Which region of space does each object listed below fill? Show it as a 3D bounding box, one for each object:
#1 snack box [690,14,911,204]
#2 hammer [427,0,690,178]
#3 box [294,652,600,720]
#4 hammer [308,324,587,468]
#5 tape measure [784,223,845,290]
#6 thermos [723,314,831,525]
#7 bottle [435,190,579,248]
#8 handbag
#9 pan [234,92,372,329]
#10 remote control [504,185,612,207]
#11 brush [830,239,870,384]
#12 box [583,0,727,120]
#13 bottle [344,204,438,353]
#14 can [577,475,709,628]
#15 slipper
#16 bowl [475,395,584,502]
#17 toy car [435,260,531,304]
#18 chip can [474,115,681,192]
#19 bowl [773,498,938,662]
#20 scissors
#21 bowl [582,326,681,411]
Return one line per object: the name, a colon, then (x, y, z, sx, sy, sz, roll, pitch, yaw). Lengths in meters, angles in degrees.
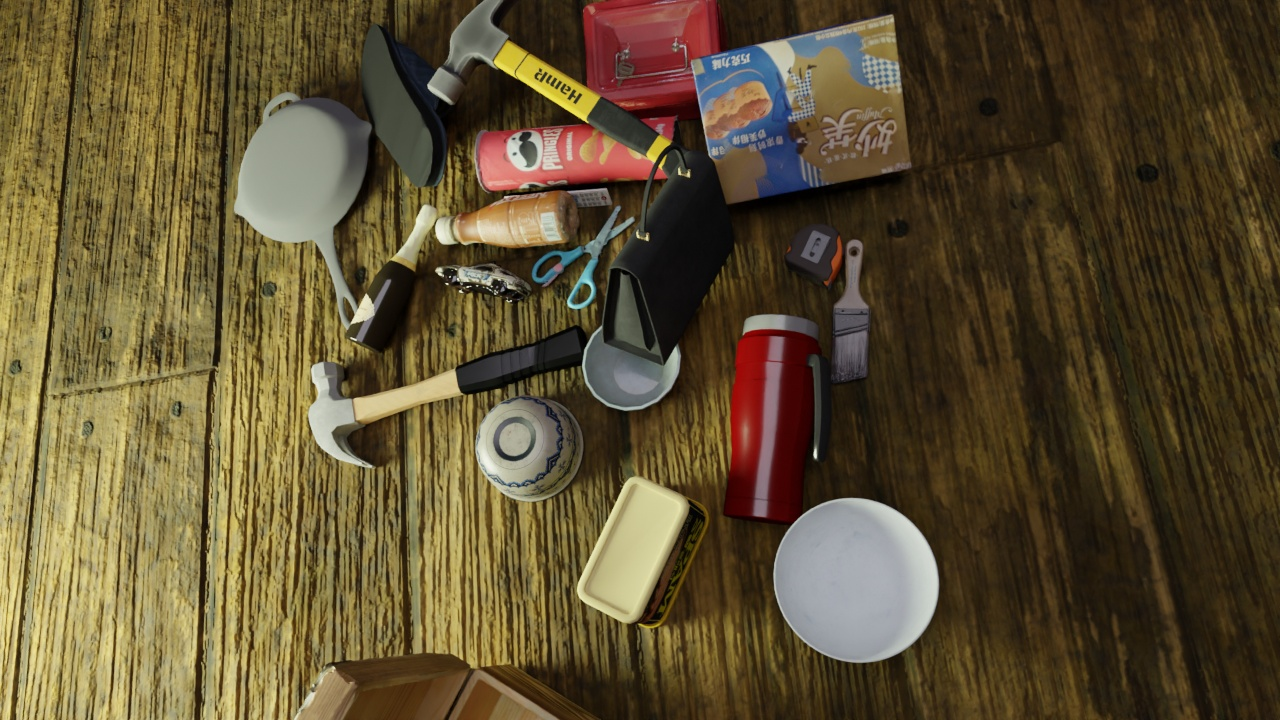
snack box: (0.168, -0.260, 0.960, 0.203, 0.069, 0.155, -9, 110, 11)
hammer: (-0.071, -0.293, 1.006, 0.324, 0.034, 0.170, 35, 91, 13)
box: (-0.164, 0.418, 0.752, 0.286, 0.336, 0.279, 25, 83, 21)
hammer: (-0.216, 0.028, 1.030, 0.328, 0.039, 0.131, -17, 72, 8)
tape measure: (0.187, -0.114, 0.969, 0.058, 0.038, 0.058, 30, 83, 20)
thermos: (0.139, 0.058, 0.901, 0.108, 0.084, 0.198, -6, 72, 49)
bottle: (-0.156, -0.158, 1.057, 0.167, 0.059, 0.059, -4, 73, 18)
handbag: (0.025, -0.127, 0.904, 0.072, 0.196, 0.175, 21, 61, 18)
pan: (-0.410, -0.190, 1.138, 0.217, 0.024, 0.354, -28, 73, 12)
remote control: (-0.095, -0.189, 1.067, 0.124, 0.028, 0.011, -2, 61, 13)
brush: (0.217, -0.051, 0.946, 0.039, 0.012, 0.151, 2, 84, 12)
box: (0.021, -0.344, 1.056, 0.158, 0.097, 0.129, -3, 78, 9)
bottle: (-0.285, -0.100, 1.078, 0.045, 0.045, 0.184, 21, 80, 18)
can: (0.004, 0.187, 0.893, 0.075, 0.104, 0.135, 23, 81, 19)
slipper: (-0.269, -0.309, 1.123, 0.265, 0.083, 0.109, 56, 136, 32)
bowl: (-0.124, 0.089, 0.977, 0.116, 0.059, 0.115, -4, 73, 13)
toy car: (-0.179, -0.094, 1.048, 0.113, 0.048, 0.040, 12, 82, 17)
chip can: (-0.068, -0.236, 1.051, 0.233, 0.073, 0.073, -1, 74, 13)
bowl: (0.200, 0.205, 0.855, 0.144, 0.074, 0.143, -4, 73, 13)
scissors: (-0.051, -0.114, 1.042, 0.142, 0.015, 0.095, -36, 69, 6)
bowl: (-0.006, 0.006, 0.982, 0.106, 0.039, 0.106, -4, 73, 13)
